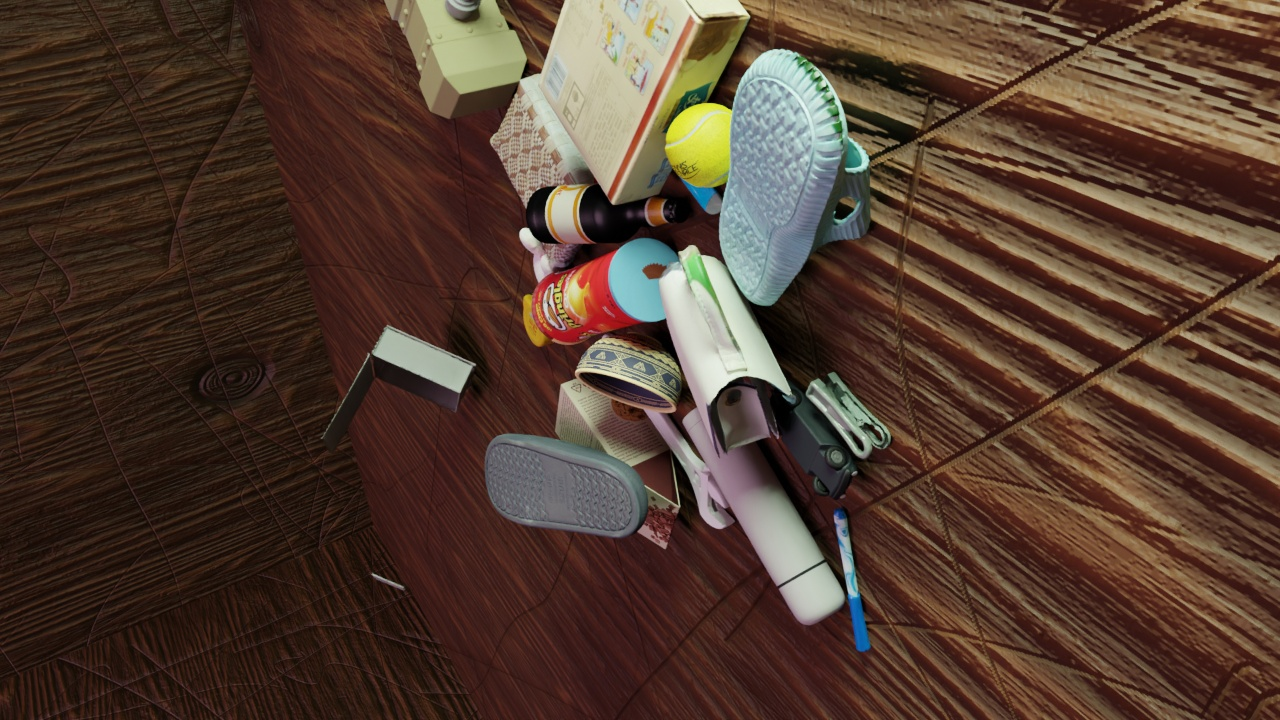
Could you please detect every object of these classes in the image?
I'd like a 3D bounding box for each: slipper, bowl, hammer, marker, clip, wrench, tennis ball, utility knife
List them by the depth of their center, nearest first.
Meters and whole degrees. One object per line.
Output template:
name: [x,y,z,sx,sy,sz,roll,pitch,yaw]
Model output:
slipper: [0.110,-0.125,0.664,0.116,0.069,0.277,61,168,17]
clip: [0.164,0.044,0.726,0.076,0.043,0.023,52,152,29]
tennis ball: [0.053,-0.172,0.733,0.065,0.065,0.065,43,145,42]
marker: [0.187,0.196,0.814,0.013,0.013,0.142,16,123,59]
utility knife: [0.018,-0.209,0.831,0.207,0.015,0.031,56,149,18]
hammer: [-0.169,-0.409,0.942,0.190,0.100,0.326,67,154,3]
bowl: [-0.006,0.006,0.964,0.113,0.112,0.061,-11,57,64]
wrench: [0.026,0.071,1.028,0.273,0.018,0.066,55,152,28]
slipper: [-0.080,0.136,1.064,0.269,0.083,0.111,4,105,43]

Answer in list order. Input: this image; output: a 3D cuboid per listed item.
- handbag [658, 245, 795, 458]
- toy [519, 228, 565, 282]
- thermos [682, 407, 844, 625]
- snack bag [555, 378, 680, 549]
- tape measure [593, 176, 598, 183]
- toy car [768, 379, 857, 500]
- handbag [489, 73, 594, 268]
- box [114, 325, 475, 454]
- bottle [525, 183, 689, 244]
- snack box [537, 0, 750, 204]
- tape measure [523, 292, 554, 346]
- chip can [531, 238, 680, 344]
handbag: [0.067,-0.026,0.753,0.176,0.074,0.151,72,179,-50]
toy: [-0.111,-0.110,1.124,0.076,0.037,0.125,60,174,24]
thermos: [0.116,0.140,0.863,0.224,0.052,0.052,60,153,17]
snack bag: [-0.018,0.119,1.087,0.206,0.069,0.095,53,150,29]
tape measure: [-0.028,-0.185,0.933,0.051,0.019,0.059,54,151,28]
toy car: [0.144,0.065,0.771,0.112,0.034,0.046,56,147,37]
handbag: [-0.101,-0.209,1.029,0.185,0.046,0.124,63,146,12]
box: [-0.556,0.043,1.539,0.233,0.527,0.167,67,162,10]
bottle: [-0.030,-0.144,0.897,0.182,0.059,0.059,6,116,40]
snack box: [-0.007,-0.258,0.776,0.153,0.055,0.208,59,146,19]
tape measure: [-0.131,-0.049,1.224,0.068,0.030,0.059,53,150,34]
chip can: [-0.040,-0.069,0.970,0.214,0.086,0.087,-10,101,63]
